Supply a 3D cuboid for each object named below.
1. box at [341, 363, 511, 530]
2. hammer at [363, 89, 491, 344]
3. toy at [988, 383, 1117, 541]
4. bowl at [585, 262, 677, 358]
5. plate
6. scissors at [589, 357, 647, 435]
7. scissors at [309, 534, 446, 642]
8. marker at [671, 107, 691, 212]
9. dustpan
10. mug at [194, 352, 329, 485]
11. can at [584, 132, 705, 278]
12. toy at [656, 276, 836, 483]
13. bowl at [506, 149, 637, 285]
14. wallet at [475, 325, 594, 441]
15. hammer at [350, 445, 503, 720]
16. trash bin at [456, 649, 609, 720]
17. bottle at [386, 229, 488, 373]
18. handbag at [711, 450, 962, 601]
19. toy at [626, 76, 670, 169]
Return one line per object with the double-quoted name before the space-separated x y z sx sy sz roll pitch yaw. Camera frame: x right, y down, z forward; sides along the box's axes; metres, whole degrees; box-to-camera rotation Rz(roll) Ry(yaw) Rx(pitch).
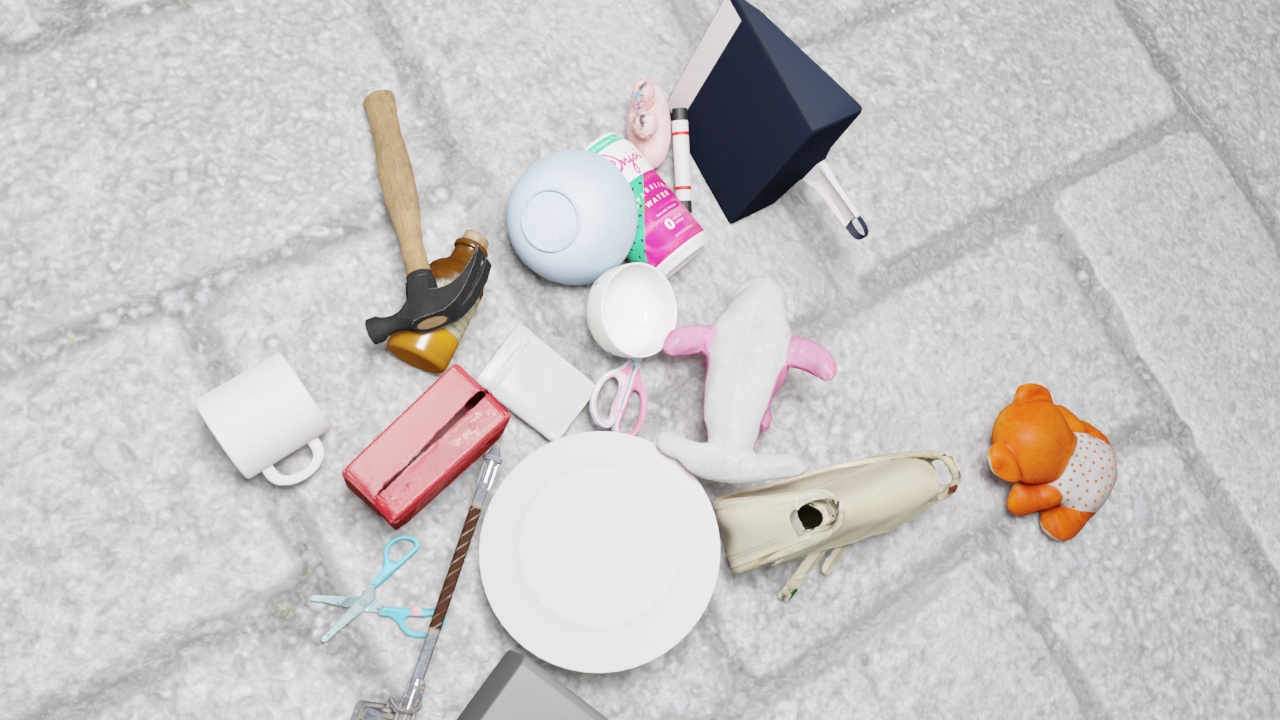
"box" -0.208 0.092 0.912 0.087 0.129 0.158 45 70 -2
"hammer" -0.249 -0.170 0.979 0.132 0.040 0.305 -20 65 3
"toy" 0.490 0.116 1.110 0.172 0.093 0.163 34 73 -17
"bowl" -0.016 -0.054 1.008 0.104 0.054 0.105 2 87 -39
"plate" -0.041 0.184 0.917 0.242 0.016 0.242 0 68 0
"scissors" -0.009 0.003 1.038 0.076 0.017 0.173 32 64 -28
"scissors" -0.260 0.229 0.926 0.136 0.015 0.125 12 73 -17
"marker" 0.050 -0.227 1.099 0.019 0.019 0.145 -5 97 -16
"dustpan" 0.157 -0.243 1.033 0.080 0.237 0.273 -26 84 -20
"mug" -0.362 0.066 0.903 0.090 0.091 0.121 -34 103 -20
"can" -0.005 -0.174 1.053 0.088 0.088 0.166 -39 88 -20
"toy" 0.118 0.029 1.009 0.187 0.128 0.264 8 54 13
"bowl" -0.085 -0.153 0.994 0.151 0.074 0.150 4 102 17
"wallet" -0.115 0.026 1.004 0.116 0.032 0.086 43 71 -9
"hammer" -0.192 0.236 0.894 0.099 0.044 0.321 5 70 34
"trash bin" -0.055 0.374 0.847 0.220 0.192 0.097 38 70 -1
"bottle" -0.208 -0.069 0.985 0.068 0.068 0.156 25 71 -7
"handbag" 0.212 0.176 0.980 0.228 0.185 0.132 -13 82 -34
"toy" 0.007 -0.283 1.077 0.053 0.105 0.108 -1 83 6
